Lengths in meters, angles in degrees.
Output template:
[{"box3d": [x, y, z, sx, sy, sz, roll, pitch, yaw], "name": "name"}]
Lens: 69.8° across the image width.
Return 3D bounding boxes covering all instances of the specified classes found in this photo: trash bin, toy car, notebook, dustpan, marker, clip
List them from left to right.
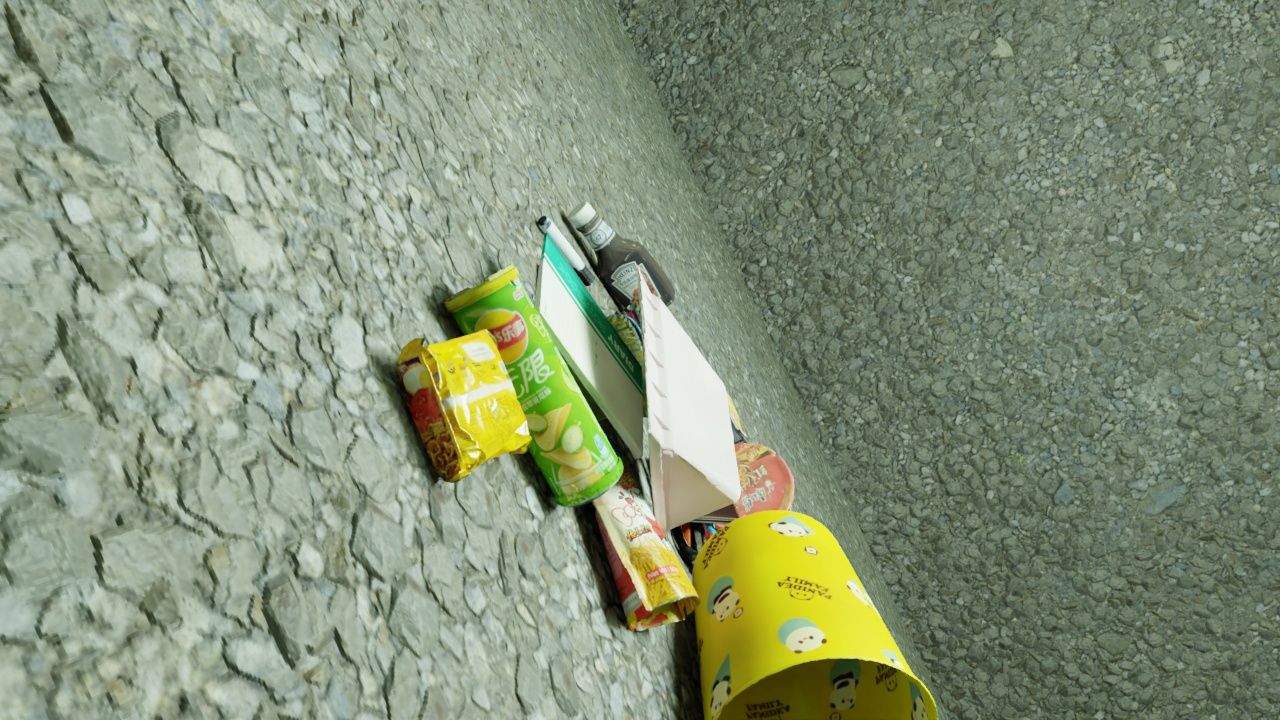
[{"box3d": [-0.097, -0.143, 1.213, 0.131, 0.018, 0.022, 50, 30, -47], "name": "marker"}, {"box3d": [-0.050, -0.016, 0.954, 0.209, 0.012, 0.150, 56, 19, -34], "name": "notebook"}, {"box3d": [-0.041, 0.089, 1.026, 0.057, 0.014, 0.046, 51, 18, -41], "name": "clip"}, {"box3d": [-0.005, -0.036, 1.306, 0.053, 0.045, 0.120, 59, 8, -28], "name": "toy car"}, {"box3d": [0.010, 0.076, 1.007, 0.273, 0.139, 0.222, 47, 29, -40], "name": "dustpan"}, {"box3d": [0.163, 0.311, 0.988, 0.230, 0.230, 0.255, 58, 10, -26], "name": "trash bin"}]

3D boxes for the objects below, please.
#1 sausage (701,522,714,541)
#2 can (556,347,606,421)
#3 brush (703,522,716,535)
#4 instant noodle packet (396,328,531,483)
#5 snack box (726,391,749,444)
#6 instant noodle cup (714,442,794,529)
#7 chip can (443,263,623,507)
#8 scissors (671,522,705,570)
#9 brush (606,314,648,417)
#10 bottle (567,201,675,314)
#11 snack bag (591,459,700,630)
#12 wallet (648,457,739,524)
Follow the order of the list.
[{"box3d": [0.092, 0.216, 1.260, 0.020, 0.020, 0.155, 53, 24, -38], "name": "sausage"}, {"box3d": [-0.062, 0.006, 1.006, 0.102, 0.057, 0.083, 55, 19, -34], "name": "can"}, {"box3d": [0.078, 0.150, 1.265, 0.083, 0.046, 0.254, 52, 17, -36], "name": "brush"}, {"box3d": [-0.135, 0.032, 0.719, 0.128, 0.044, 0.111, -18, 90, -72], "name": "instant noodle packet"}, {"box3d": [0.102, 0.067, 1.353, 0.113, 0.053, 0.125, 46, 20, -51], "name": "snack box"}, {"box3d": [0.163, 0.202, 1.341, 0.108, 0.138, 0.137, 56, 15, -61], "name": "instant noodle cup"}, {"box3d": [-0.092, 0.027, 0.825, 0.221, 0.073, 0.072, 62, 14, -10], "name": "chip can"}, {"box3d": [0.064, 0.187, 1.220, 0.125, 0.022, 0.234, 53, 18, -38], "name": "scissors"}, {"box3d": [-0.007, 0.007, 1.202, 0.144, 0.055, 0.073, 67, 15, 10], "name": "brush"}, {"box3d": [-0.031, -0.146, 1.334, 0.195, 0.080, 0.044, 49, 24, -23], "name": "bottle"}, {"box3d": [-0.015, 0.162, 0.920, 0.128, 0.073, 0.207, 39, 22, -59], "name": "snack bag"}, {"box3d": [0.071, 0.166, 1.178, 0.122, 0.020, 0.096, 12, 47, -40], "name": "wallet"}]
